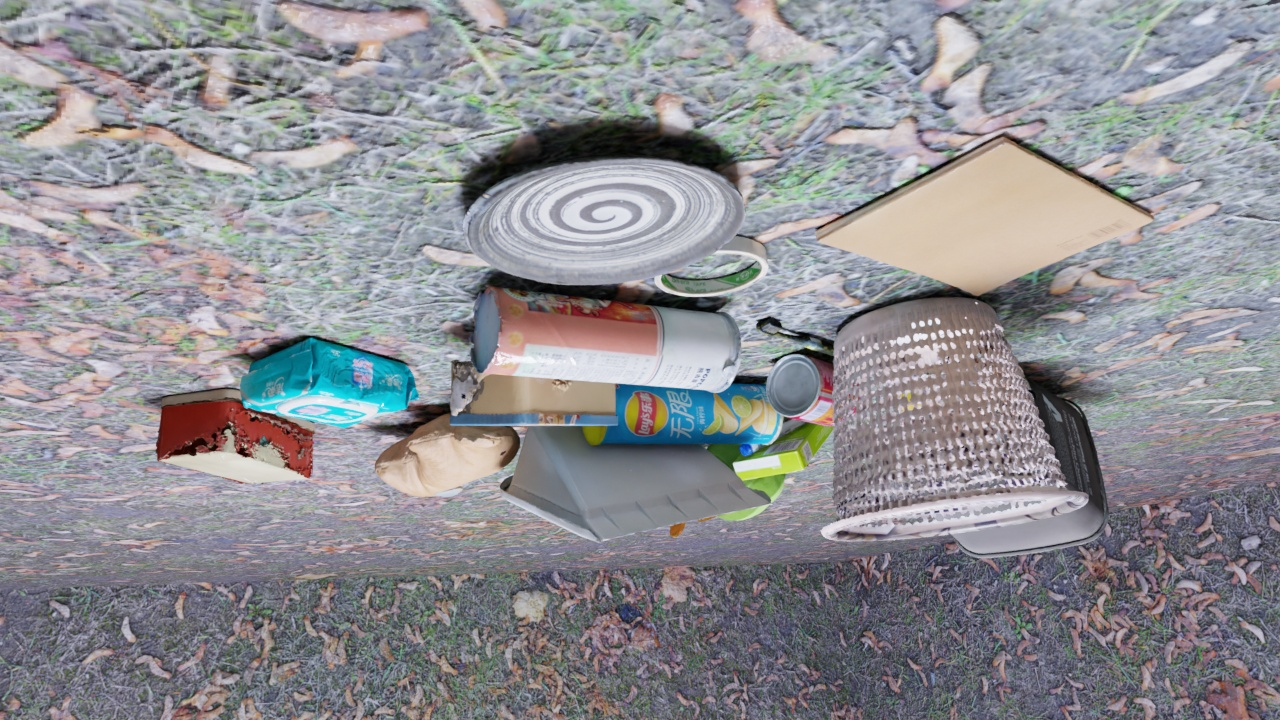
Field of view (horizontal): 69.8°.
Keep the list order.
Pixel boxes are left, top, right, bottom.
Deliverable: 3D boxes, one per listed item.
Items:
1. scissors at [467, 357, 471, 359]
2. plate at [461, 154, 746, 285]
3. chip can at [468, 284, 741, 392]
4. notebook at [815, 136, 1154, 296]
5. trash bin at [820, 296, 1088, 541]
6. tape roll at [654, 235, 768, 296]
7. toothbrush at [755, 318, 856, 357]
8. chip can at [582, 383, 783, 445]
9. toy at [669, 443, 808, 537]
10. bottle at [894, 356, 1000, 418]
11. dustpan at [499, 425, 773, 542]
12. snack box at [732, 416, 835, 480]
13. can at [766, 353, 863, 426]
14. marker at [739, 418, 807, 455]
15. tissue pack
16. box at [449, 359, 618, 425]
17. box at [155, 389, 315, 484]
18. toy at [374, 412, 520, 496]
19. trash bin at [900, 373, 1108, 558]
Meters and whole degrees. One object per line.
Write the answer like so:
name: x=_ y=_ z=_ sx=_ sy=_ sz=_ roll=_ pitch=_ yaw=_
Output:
scissors: x=-0.072 y=-0.010 z=0.851 sx=0.171 sy=0.014 sz=0.147 roll=9 pitch=159 yaw=-29
plate: x=-0.023 y=-0.092 z=0.587 sx=0.179 sy=0.024 sz=0.179 roll=-6 pitch=163 yaw=-2
chip can: x=-0.026 y=-0.015 z=0.745 sx=0.214 sy=0.071 sz=0.071 roll=5 pitch=160 yaw=-27
notebook: x=0.253 y=-0.096 z=0.667 sx=0.211 sy=0.012 sz=0.150 roll=9 pitch=156 yaw=-38
trash bin: x=0.267 y=0.055 z=0.841 sx=0.227 sy=0.192 sz=0.228 roll=-5 pitch=162 yaw=-2
tape roll: x=0.052 y=-0.070 z=0.690 sx=0.086 sy=0.014 sz=0.086 roll=-5 pitch=163 yaw=-2
toothbrush: x=0.173 y=-0.017 z=0.891 sx=0.017 sy=0.012 sz=0.185 roll=-33 pitch=149 yaw=35
chip can: x=0.046 y=0.055 z=0.986 sx=0.210 sy=0.071 sz=0.071 roll=2 pitch=161 yaw=-22
toy: x=0.124 y=0.153 z=1.200 sx=0.227 sy=0.090 sz=0.247 roll=-36 pitch=-172 yaw=-3
bottle: x=0.321 y=0.023 z=0.969 sx=0.109 sy=0.063 sz=0.063 roll=-18 pitch=158 yaw=37
dustpan: x=-0.032 y=0.146 z=1.011 sx=0.222 sy=0.257 sz=0.143 roll=-5 pitch=126 yaw=-34
snack box: x=0.178 y=0.094 z=1.094 sx=0.086 sy=0.026 sz=0.156 roll=-16 pitch=-169 yaw=33
can: x=0.184 y=0.033 z=0.957 sx=0.067 sy=0.066 sz=0.093 roll=-20 pitch=157 yaw=39
marker: x=0.177 y=0.074 z=1.070 sx=0.145 sy=0.017 sz=0.017 roll=-26 pitch=170 yaw=-22
tissue pack: x=-0.280 y=0.025 z=0.835 sx=0.093 sy=0.050 sz=0.133 roll=-17 pitch=159 yaw=30
box: x=-0.090 y=0.032 z=0.836 sx=0.090 sy=0.061 sz=0.184 roll=-2 pitch=174 yaw=29
box: x=-0.415 y=0.092 z=0.957 sx=0.091 sy=0.080 sz=0.168 roll=-7 pitch=163 yaw=9
toy: x=-0.201 y=0.098 z=1.037 sx=0.143 sy=0.082 sz=0.227 roll=-8 pitch=166 yaw=-42
trash bin: x=0.438 y=0.121 z=1.125 sx=0.199 sy=0.198 sz=0.219 roll=-17 pitch=152 yaw=30
